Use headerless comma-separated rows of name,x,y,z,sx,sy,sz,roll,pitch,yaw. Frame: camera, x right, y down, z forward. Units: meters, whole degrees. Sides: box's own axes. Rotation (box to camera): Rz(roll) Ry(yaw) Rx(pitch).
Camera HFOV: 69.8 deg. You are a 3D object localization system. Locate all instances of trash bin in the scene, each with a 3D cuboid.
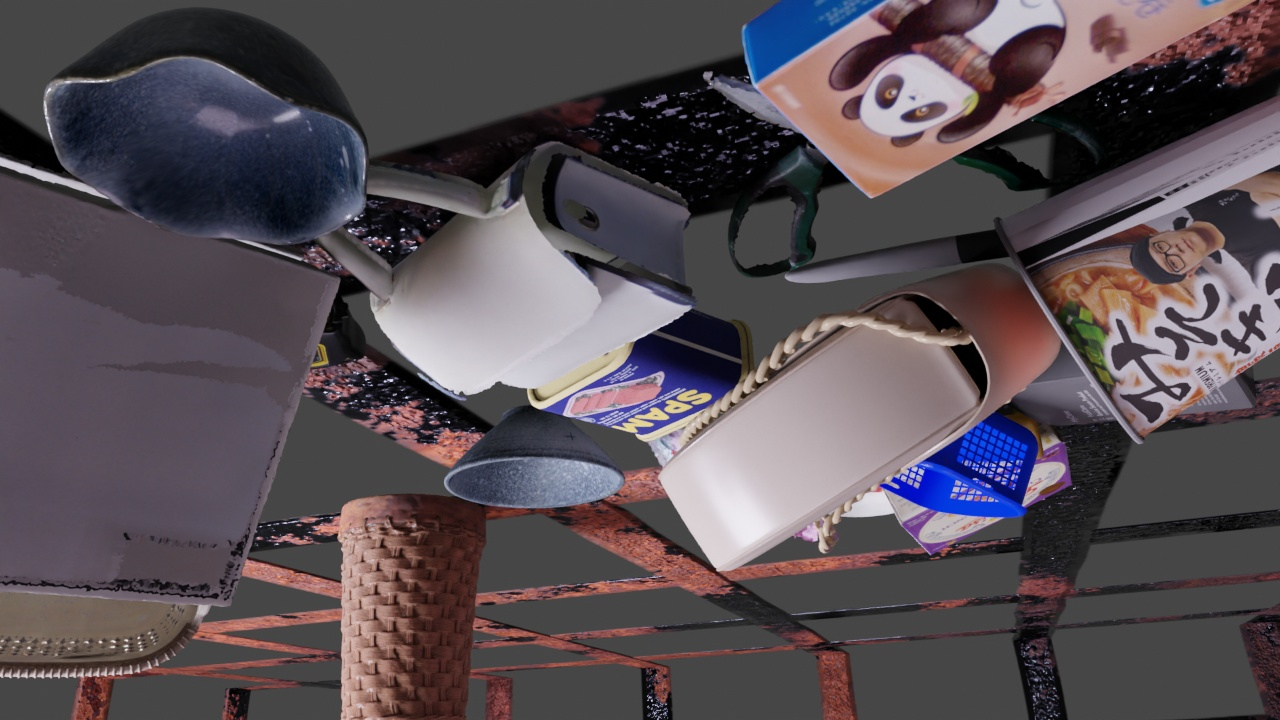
trash bin,-0.235,0.255,0.930,0.151,0.209,0.151,-1,157,-1

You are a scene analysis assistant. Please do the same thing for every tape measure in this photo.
tape measure,-0.194,-0.018,0.531,0.061,0.034,0.062,-3,161,-7

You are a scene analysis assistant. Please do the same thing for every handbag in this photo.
handbag,0.120,0.037,0.503,0.209,0.103,0.210,-41,165,34
handbag,-0.080,-0.042,0.440,0.175,0.074,0.152,19,148,-38

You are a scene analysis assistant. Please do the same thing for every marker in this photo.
marker,0.148,-0.056,0.501,0.139,0.016,0.022,-8,178,14

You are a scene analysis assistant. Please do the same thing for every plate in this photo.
plate,0.229,0.130,0.913,0.104,0.026,0.104,-2,155,-1

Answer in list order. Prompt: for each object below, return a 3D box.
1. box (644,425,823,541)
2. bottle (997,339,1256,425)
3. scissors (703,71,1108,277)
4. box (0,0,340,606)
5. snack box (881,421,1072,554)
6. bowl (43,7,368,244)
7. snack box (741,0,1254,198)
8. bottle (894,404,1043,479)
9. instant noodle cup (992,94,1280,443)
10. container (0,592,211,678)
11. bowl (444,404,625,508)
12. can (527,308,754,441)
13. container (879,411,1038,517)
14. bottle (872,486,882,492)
box,0.080,0.093,0.763,0.152,0.038,0.201,25,164,21
bottle,0.288,0.007,0.597,0.174,0.046,0.083,-12,151,41
scissors,0.098,-0.085,0.433,0.201,0.015,0.203,10,154,-25
box,-0.302,-0.077,0.496,0.167,0.421,0.174,19,115,-40
snack box,0.295,0.108,0.798,0.143,0.040,0.148,-31,148,13
bowl,-0.154,-0.092,0.342,0.110,0.055,0.110,-2,157,-1
snack box,0.121,-0.120,0.312,0.152,0.034,0.087,-26,145,32
bottle,0.218,0.067,0.734,0.186,0.053,0.053,-13,154,23
instant noodle cup,0.247,-0.046,0.409,0.122,0.123,0.123,-34,144,25
container,-0.466,0.148,0.720,0.246,0.184,0.143,12,163,-27
bowl,-0.081,0.070,0.711,0.137,0.057,0.137,-2,156,-1
can,-0.003,0.003,0.570,0.092,0.056,0.117,17,149,-35
container,0.211,0.064,0.640,0.096,0.058,0.114,26,166,-12
bottle,0.186,0.099,0.819,0.109,0.044,0.044,1,156,-10
